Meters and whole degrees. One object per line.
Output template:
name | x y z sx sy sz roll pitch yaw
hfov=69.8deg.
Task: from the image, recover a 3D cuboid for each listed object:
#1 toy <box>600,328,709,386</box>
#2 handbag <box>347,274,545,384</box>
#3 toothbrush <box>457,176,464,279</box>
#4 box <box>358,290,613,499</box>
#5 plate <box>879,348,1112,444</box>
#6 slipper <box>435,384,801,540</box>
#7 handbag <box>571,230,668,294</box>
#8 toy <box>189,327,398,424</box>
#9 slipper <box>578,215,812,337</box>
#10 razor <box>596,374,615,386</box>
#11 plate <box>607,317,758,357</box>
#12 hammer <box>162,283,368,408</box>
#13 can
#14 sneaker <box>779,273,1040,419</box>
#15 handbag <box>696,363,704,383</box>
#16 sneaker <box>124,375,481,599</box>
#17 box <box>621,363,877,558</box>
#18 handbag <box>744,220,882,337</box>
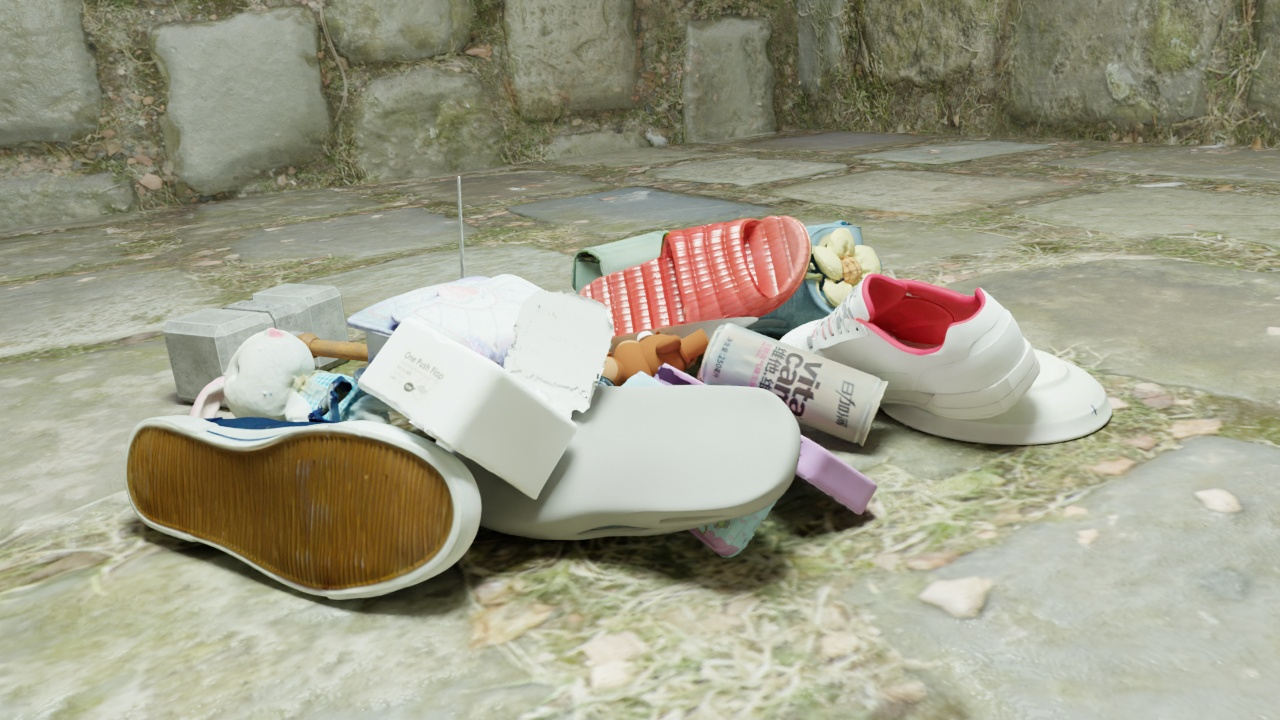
toy | -0.005 0.004 0.764 0.128 0.065 0.095 -28 -23 9
handbag | -0.135 -0.023 0.729 0.127 0.069 0.158 11 21 28
toothbrush | -0.195 -0.115 1.027 0.010 0.182 0.010 -11 25 -29
box | -0.081 -0.001 0.568 0.109 0.134 0.107 27 -10 42
plate | 0.289 0.018 0.759 0.182 0.034 0.182 -3 19 1
slipper | -0.015 0.072 0.598 0.266 0.080 0.112 -5 56 30
handbag | -0.010 -0.082 1.013 0.121 0.106 0.067 -18 20 -38
toy | -0.280 0.027 0.741 0.206 0.106 0.130 2 22 23
slipper | 0.044 -0.077 0.890 0.249 0.103 0.059 -18 -19 14
razor | -0.079 0.040 0.711 0.141 0.064 0.052 -8 47 40
plate | 0.018 -0.013 0.861 0.188 0.016 0.188 -10 -3 -1
hammer | -0.276 -0.009 0.877 0.318 0.083 0.162 5 20 26
can | 0.117 0.017 0.708 0.136 0.054 0.054 22 26 16
sneaker | 0.187 -0.024 0.730 0.090 0.104 0.237 -44 27 -21
handbag | 0.108 0.028 0.759 0.120 0.055 0.029 10 62 19
sneaker | -0.203 0.075 0.608 0.295 0.120 0.127 3 2 33
box | 0.055 0.074 0.650 0.092 0.091 0.214 33 -2 -30
handbag | 0.152 -0.086 0.953 0.192 0.121 0.119 -3 -1 -7
